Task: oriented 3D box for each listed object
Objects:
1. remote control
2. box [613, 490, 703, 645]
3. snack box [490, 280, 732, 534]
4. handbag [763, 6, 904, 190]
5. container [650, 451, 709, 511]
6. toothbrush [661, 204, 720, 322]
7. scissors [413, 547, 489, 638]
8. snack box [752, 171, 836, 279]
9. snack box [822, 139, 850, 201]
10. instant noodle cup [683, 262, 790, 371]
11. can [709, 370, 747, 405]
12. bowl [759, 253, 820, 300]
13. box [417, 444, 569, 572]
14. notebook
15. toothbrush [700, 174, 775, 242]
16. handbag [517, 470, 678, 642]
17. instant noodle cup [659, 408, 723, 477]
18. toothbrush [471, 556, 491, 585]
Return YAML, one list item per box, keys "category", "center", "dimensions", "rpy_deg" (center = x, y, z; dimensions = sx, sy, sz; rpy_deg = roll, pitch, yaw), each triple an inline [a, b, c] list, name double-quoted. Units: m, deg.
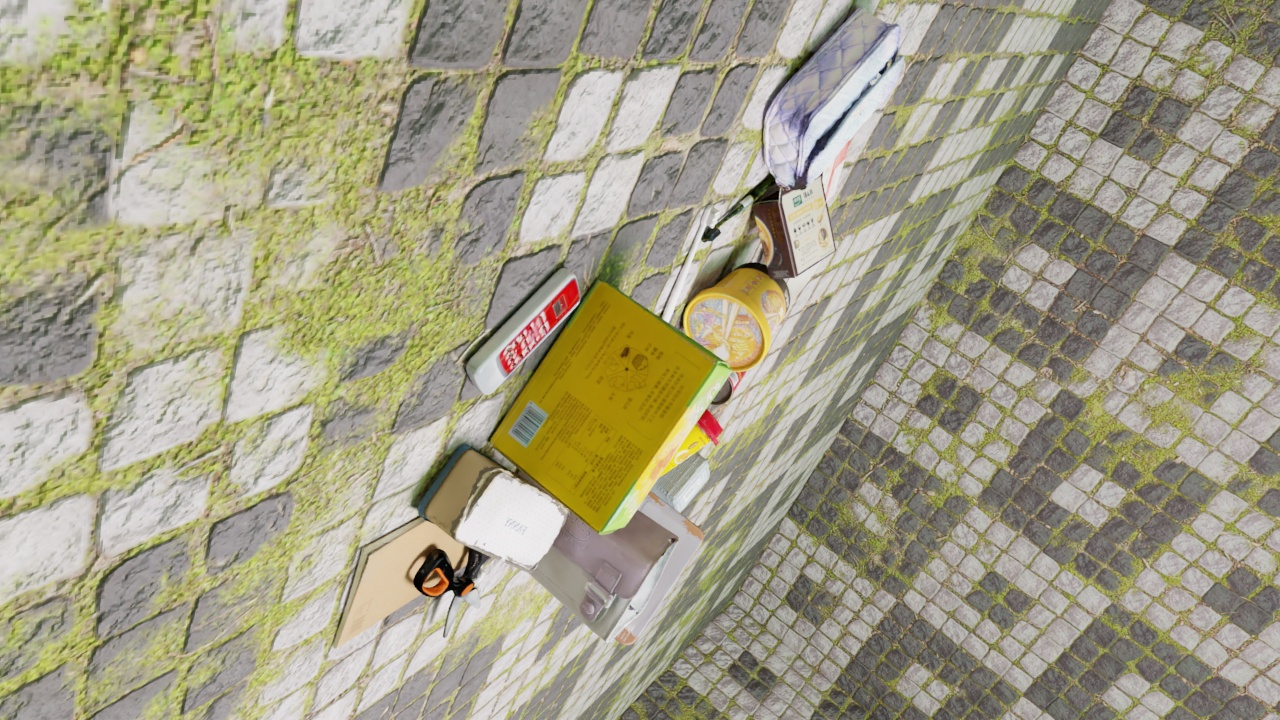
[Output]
- category: "remote control"
  center: [-0.106, -0.026, 0.848]
  dimensions: [0.135, 0.020, 0.056]
  rpy_deg: [-48, 161, -18]
- category: "box"
  center: [-0.033, 0.254, 1.220]
  dimensions: [0.183, 0.193, 0.157]
  rpy_deg: [-51, 168, -11]
- category: "snack box"
  center: [-0.030, 0.047, 0.940]
  dimensions: [0.210, 0.158, 0.070]
  rpy_deg: [-56, 163, 6]
- category: "handbag"
  center: [0.225, -0.300, 1.064]
  dimensions: [0.193, 0.075, 0.134]
  rpy_deg: [-48, 161, -12]
- category: "container"
  center: [0.038, 0.157, 1.362]
  dimensions: [0.089, 0.111, 0.090]
  rpy_deg: [-49, 160, -13]
- category: "toothbrush"
  center: [0.056, -0.106, 1.095]
  dimensions: [0.016, 0.016, 0.181]
  rpy_deg: [-27, 148, -48]
- category: "scissors"
  center: [-0.210, 0.250, 1.049]
  dimensions: [0.222, 0.022, 0.210]
  rpy_deg: [-58, 159, 17]
- category: "snack box"
  center: [0.204, -0.183, 1.194]
  dimensions: [0.113, 0.053, 0.126]
  rpy_deg: [-32, 113, -43]
- category: "snack box"
  center: [0.252, -0.265, 1.262]
  dimensions: [0.075, 0.025, 0.153]
  rpy_deg: [-44, 159, -23]
- category: "instant noodle cup"
  center: [0.133, -0.064, 1.211]
  dimensions: [0.114, 0.118, 0.119]
  rpy_deg: [-47, 162, -44]
- category: "can"
  center: [0.128, 0.020, 1.384]
  dimensions: [0.053, 0.053, 0.132]
  rpy_deg: [-63, 173, 26]
- category: "bowl"
  center: [0.213, -0.145, 1.325]
  dimensions: [0.113, 0.062, 0.114]
  rpy_deg: [-46, 161, -21]
- category: "box"
  center: [-0.149, 0.155, 0.945]
  dimensions: [0.089, 0.060, 0.184]
  rpy_deg: [-56, 146, -10]
- category: "notebook"
  center: [-0.229, 0.209, 0.982]
  dimensions: [0.210, 0.012, 0.150]
  rpy_deg: [-26, 148, -53]
- category: "toothbrush"
  center: [0.135, -0.196, 1.122]
  dimensions: [0.185, 0.017, 0.012]
  rpy_deg: [-43, 121, -30]
- category: "handbag"
  center: [-0.069, 0.210, 1.072]
  dimensions: [0.098, 0.197, 0.145]
  rpy_deg: [-25, 146, -55]
- category: "instant noodle cup"
  center: [0.033, 0.095, 1.262]
  dimensions: [0.123, 0.116, 0.116]
  rpy_deg: [-41, 160, -1]
- category: "toothbrush"
  center: [-0.155, 0.220, 1.169]
  dimensions: [0.180, 0.018, 0.016]
  rpy_deg: [-43, 156, -31]
